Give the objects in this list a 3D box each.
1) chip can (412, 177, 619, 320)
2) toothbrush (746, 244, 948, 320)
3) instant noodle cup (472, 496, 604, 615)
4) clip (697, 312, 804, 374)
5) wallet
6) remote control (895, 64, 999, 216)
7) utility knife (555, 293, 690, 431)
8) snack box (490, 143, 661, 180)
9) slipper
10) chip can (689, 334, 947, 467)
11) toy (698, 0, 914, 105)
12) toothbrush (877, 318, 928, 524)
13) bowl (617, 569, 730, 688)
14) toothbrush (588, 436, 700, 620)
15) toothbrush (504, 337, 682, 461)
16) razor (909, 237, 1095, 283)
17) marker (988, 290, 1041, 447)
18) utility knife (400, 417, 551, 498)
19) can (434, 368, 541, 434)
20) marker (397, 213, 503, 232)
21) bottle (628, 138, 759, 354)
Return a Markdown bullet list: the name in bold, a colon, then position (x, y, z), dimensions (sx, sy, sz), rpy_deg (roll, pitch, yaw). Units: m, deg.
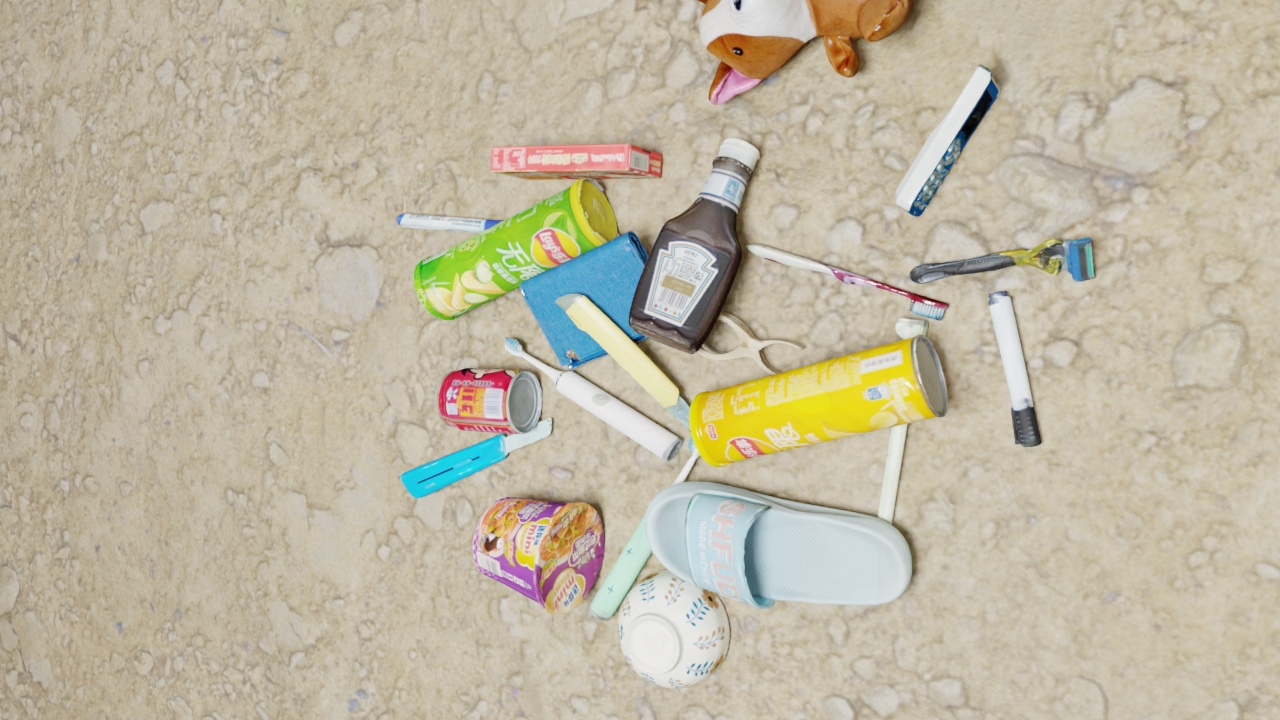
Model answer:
- **chip can**: position (-0.131, -0.108, 0.931), dimensions (0.222, 0.072, 0.072), rpy_deg (-21, 84, 25)
- **toothbrush**: position (0.179, -0.072, 0.816), dimensions (0.188, 0.016, 0.017), rpy_deg (21, 111, 23)
- **instant noodle cup**: position (-0.106, 0.187, 0.922), dimensions (0.099, 0.111, 0.111), rpy_deg (9, 97, 35)
- **clip**: position (0.099, -0.026, 0.847), dimensions (0.105, 0.034, 0.081), rpy_deg (6, 96, 21)
- **wallet**: position (-0.039, -0.055, 0.892), dimensions (0.133, 0.040, 0.106), rpy_deg (-22, 107, 26)
- **remote control**: position (0.252, -0.178, 0.756), dimensions (0.024, 0.049, 0.125), rpy_deg (37, 107, 22)
- **utility knife**: position (-0.005, 0.005, 0.876), dimensions (0.195, 0.020, 0.031), rpy_deg (47, 120, 0)
- **snack box**: position (-0.063, -0.192, 0.891), dimensions (0.153, 0.075, 0.025), rpy_deg (5, 96, 25)
- **slipper**: position (0.115, 0.175, 0.821), dimensions (0.246, 0.074, 0.104), rpy_deg (4, 106, 24)
- **chip can**: position (0.148, 0.037, 0.792), dimensions (0.214, 0.072, 0.072), rpy_deg (-18, 85, 32)
- **toy**: position (0.130, -0.302, 0.775), dimensions (0.200, 0.130, 0.140), rpy_deg (-5, 96, 35)
- **toothbrush**: position (0.225, 0.058, 0.799), dimensions (0.029, 0.020, 0.189), rpy_deg (5, 98, -7)
- **bowl**: position (0.023, 0.264, 0.884), dimensions (0.114, 0.062, 0.113), rpy_deg (2, 94, 27)
- **toothbrush**: position (0.010, 0.165, 0.903), dimensions (0.027, 0.026, 0.225), rpy_deg (42, 110, 37)
- **toothbrush**: position (-0.054, 0.034, 0.927), dimensions (0.221, 0.026, 0.026), rpy_deg (31, 144, 21)
- **razor**: position (0.295, -0.080, 0.757), dimensions (0.143, 0.022, 0.043), rpy_deg (-5, 134, 29)
- **marker**: position (0.307, 0.007, 0.757), dimensions (0.023, 0.018, 0.130), rpy_deg (-14, 87, 35)
- **utility knife**: position (-0.177, 0.104, 0.995), dimensions (0.207, 0.018, 0.034), rpy_deg (-24, 82, 23)
- **can**: position (-0.159, 0.042, 0.955), dimensions (0.094, 0.066, 0.066), rpy_deg (1, 93, 26)
- **marker**: position (-0.203, -0.148, 0.994), dimensions (0.146, 0.016, 0.017), rpy_deg (8, 96, 25)
- **bottle**: position (0.056, -0.107, 0.832), dimensions (0.080, 0.044, 0.194), rpy_deg (22, 85, 11)
